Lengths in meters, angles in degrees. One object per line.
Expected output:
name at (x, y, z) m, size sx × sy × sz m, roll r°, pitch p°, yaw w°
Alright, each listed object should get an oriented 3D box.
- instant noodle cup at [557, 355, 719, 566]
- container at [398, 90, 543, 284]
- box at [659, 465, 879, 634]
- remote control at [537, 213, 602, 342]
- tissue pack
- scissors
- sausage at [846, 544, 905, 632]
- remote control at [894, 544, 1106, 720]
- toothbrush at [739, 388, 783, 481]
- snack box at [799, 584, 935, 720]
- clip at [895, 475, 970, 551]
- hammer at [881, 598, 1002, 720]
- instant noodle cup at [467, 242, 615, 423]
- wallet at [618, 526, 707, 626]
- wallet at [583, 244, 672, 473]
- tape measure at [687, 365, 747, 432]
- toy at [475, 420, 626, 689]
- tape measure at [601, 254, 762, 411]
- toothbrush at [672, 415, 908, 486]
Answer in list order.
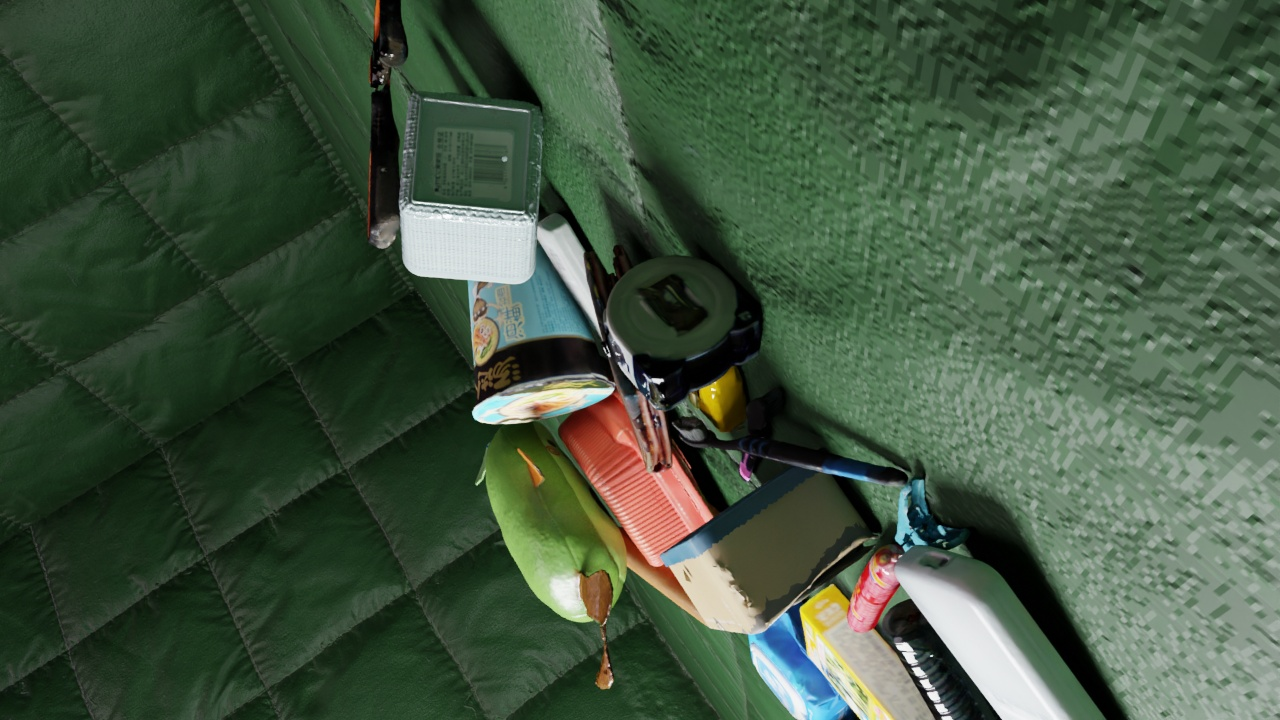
instant noodle cup at (0.000, 0.097, 0.788) m, size 0.189 × 0.079 × 0.164 m, roll 56°, pitch 173°, yaw -25°
container at (-0.107, -0.108, 0.579) m, size 0.111 × 0.090 × 0.090 m, roll 132°, pitch 141°, yaw -76°
box at (0.067, 0.106, 0.519) m, size 0.061 × 0.089 × 0.184 m, roll 55°, pitch 166°, yaw 12°
remote control at (-0.029, -0.040, 0.672) m, size 0.150 × 0.021 × 0.058 m, roll 60°, pitch 170°, yaw -17°
tissue pack at (0.129, 0.247, 0.734) m, size 0.095 × 0.052 × 0.157 m, roll 49°, pitch 167°, yaw 32°
scissors at (-0.174, -0.187, 0.628) m, size 0.235 × 0.021 × 0.221 m, roll -176°, pitch 87°, yaw -72°
sausage at (0.126, 0.124, 0.494) m, size 0.020 × 0.020 × 0.156 m, roll 51°, pitch 167°, yaw 25°
remote control at (0.154, 0.129, 0.363) m, size 0.136 × 0.020 × 0.056 m, roll 52°, pitch 165°, yaw -9°
toothbrush at (0.069, 0.049, 0.547) m, size 0.014 × 0.017 × 0.189 m, roll 52°, pitch 171°, yaw 17°
snack box at (0.159, 0.218, 0.584) m, size 0.140 × 0.033 × 0.087 m, roll 45°, pitch 164°, yaw 37°
clip at (0.119, 0.070, 0.387) m, size 0.034 × 0.013 × 0.054 m, roll 52°, pitch 168°, yaw 25°
hammer at (0.206, 0.248, 0.470) m, size 0.301 × 0.032 × 0.129 m, roll 58°, pitch 168°, yaw -11°
instant noodle cup at (-0.087, -0.023, 0.715) m, size 0.111 × 0.111 × 0.120 m, roll 100°, pitch 157°, yaw -74°
wallet at (0.042, 0.190, 0.824) m, size 0.132 × 0.031 × 0.107 m, roll 29°, pitch -170°, yaw 37°
wallet at (-0.003, 0.003, 0.559) m, size 0.125 × 0.032 × 0.101 m, roll 73°, pitch -176°, yaw -62°
tape measure at (0.035, 0.009, 0.526) m, size 0.057 × 0.029 × 0.060 m, roll 49°, pitch 166°, yaw 36°
toy at (-0.070, 0.142, 0.776) m, size 0.246 × 0.090 × 0.227 m, roll 56°, pitch 164°, yaw 35°
tape measure at (0.016, -0.017, 0.438) m, size 0.066 × 0.065 × 0.034 m, roll 47°, pitch 161°, yaw 31°
toothbrush at (0.066, 0.044, 0.465) m, size 0.016 × 0.014 × 0.190 m, roll 59°, pitch 159°, yaw -17°
